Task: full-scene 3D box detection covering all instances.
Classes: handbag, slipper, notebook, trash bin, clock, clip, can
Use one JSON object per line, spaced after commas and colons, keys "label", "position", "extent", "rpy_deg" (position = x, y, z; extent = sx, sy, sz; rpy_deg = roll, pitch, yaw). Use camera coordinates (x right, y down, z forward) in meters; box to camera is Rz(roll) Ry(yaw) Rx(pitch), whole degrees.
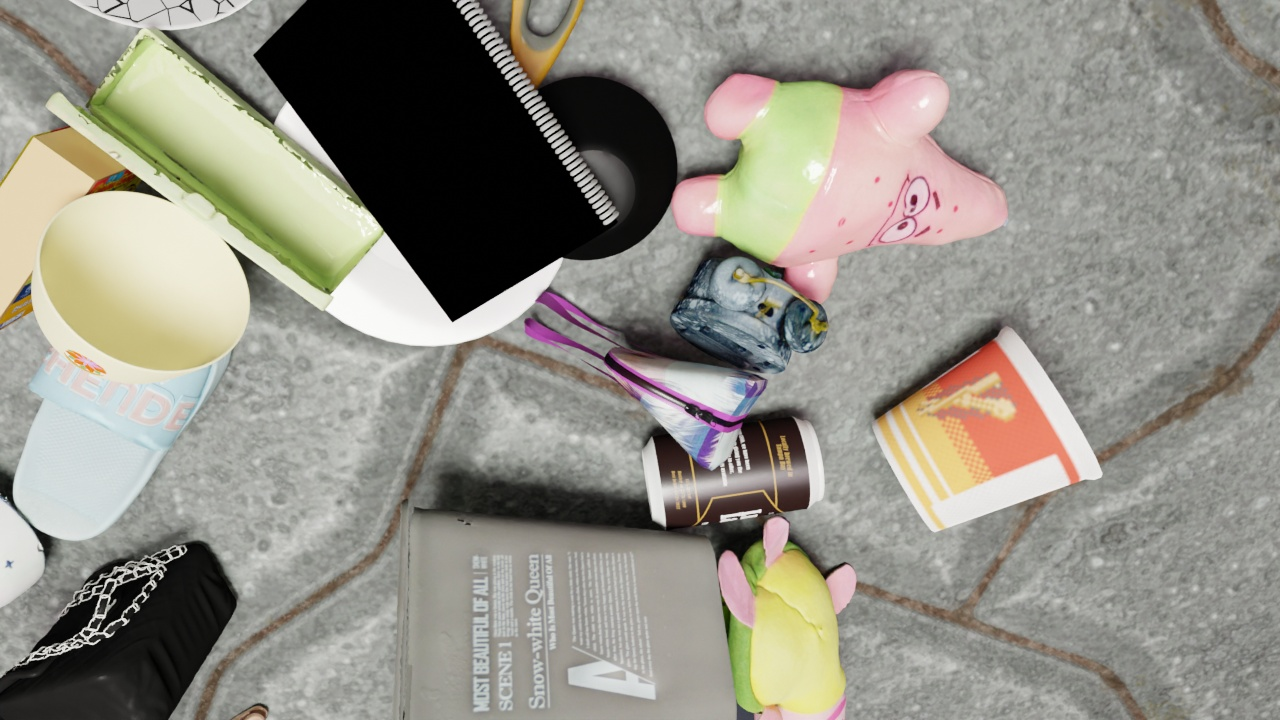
{"label": "handbag", "position": [-0.004, 0.004, 0.636], "extent": [0.170, 0.144, 0.068], "rpy_deg": [29, 96, 12]}
{"label": "slipper", "position": [-0.370, 0.035, 0.640], "extent": [0.104, 0.074, 0.246], "rpy_deg": [30, 108, -16]}
{"label": "notebook", "position": [-0.126, -0.138, 0.561], "extent": [0.149, 0.016, 0.207], "rpy_deg": [-26, 107, 32]}
{"label": "trash bin", "position": [-0.064, 0.217, 0.664], "extent": [0.220, 0.197, 0.198], "rpy_deg": [2, 147, -13]}
{"label": "clock", "position": [0.074, -0.031, 0.627], "extent": [0.090, 0.130, 0.052], "rpy_deg": [30, 77, -16]}
{"label": "clip", "position": [-0.343, 0.318, 0.785], "extent": [0.062, 0.045, 0.024], "rpy_deg": [-45, 110, -7]}
{"label": "can", "position": [0.069, 0.085, 0.698], "extent": [0.128, 0.071, 0.072], "rpy_deg": [-8, 112, -2]}
{"label": "handbag", "position": [-0.389, 0.195, 0.661], "extent": [0.125, 0.153, 0.115], "rpy_deg": [-16, 116, 6]}

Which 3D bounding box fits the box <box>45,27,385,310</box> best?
{"label": "box", "position": [-0.252, -0.120, 0.578], "extent": [0.188, 0.092, 0.083], "rpy_deg": [40, 80, -21]}

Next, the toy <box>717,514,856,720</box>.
{"label": "toy", "position": [0.113, 0.225, 0.729], "extent": [0.088, 0.189, 0.238], "rpy_deg": [1, 128, 34]}

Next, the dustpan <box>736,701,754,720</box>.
{"label": "dustpan", "position": [0.029, 0.401, 0.816], "extent": [0.273, 0.080, 0.236], "rpy_deg": [-9, 112, -1]}

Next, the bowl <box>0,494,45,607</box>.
{"label": "bowl", "position": [-0.500, 0.141, 0.658], "extent": [0.113, 0.063, 0.114], "rpy_deg": [7, 123, 11]}

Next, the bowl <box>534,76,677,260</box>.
{"label": "bowl", "position": [-0.033, -0.114, 0.590], "extent": [0.124, 0.052, 0.124], "rpy_deg": [-3, 116, -7]}

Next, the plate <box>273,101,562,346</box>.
{"label": "plate", "position": [-0.150, -0.110, 0.631], "extent": [0.208, 0.015, 0.209], "rpy_deg": [-2, 112, -4]}

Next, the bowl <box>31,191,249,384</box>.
{"label": "bowl", "position": [-0.312, -0.033, 0.558], "extent": [0.074, 0.117, 0.118], "rpy_deg": [-29, 114, 35]}

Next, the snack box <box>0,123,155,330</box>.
{"label": "snack box", "position": [-0.376, -0.087, 0.582], "extent": [0.040, 0.088, 0.126], "rpy_deg": [39, 104, -18]}

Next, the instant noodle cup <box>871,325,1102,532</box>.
{"label": "instant noodle cup", "position": [0.250, 0.059, 0.684], "extent": [0.121, 0.123, 0.123], "rpy_deg": [-31, 111, 15]}

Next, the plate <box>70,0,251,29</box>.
{"label": "plate", "position": [-0.296, -0.297, 0.543], "extent": [0.188, 0.016, 0.189], "rpy_deg": [-2, 112, -4]}

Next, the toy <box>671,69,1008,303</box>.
{"label": "toy", "position": [0.146, -0.114, 0.616], "extent": [0.236, 0.096, 0.193], "rpy_deg": [7, 135, -17]}

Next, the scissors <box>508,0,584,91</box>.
{"label": "scissors", "position": [-0.107, -0.177, 0.590], "extent": [0.225, 0.016, 0.226], "rpy_deg": [9, 113, -10]}
